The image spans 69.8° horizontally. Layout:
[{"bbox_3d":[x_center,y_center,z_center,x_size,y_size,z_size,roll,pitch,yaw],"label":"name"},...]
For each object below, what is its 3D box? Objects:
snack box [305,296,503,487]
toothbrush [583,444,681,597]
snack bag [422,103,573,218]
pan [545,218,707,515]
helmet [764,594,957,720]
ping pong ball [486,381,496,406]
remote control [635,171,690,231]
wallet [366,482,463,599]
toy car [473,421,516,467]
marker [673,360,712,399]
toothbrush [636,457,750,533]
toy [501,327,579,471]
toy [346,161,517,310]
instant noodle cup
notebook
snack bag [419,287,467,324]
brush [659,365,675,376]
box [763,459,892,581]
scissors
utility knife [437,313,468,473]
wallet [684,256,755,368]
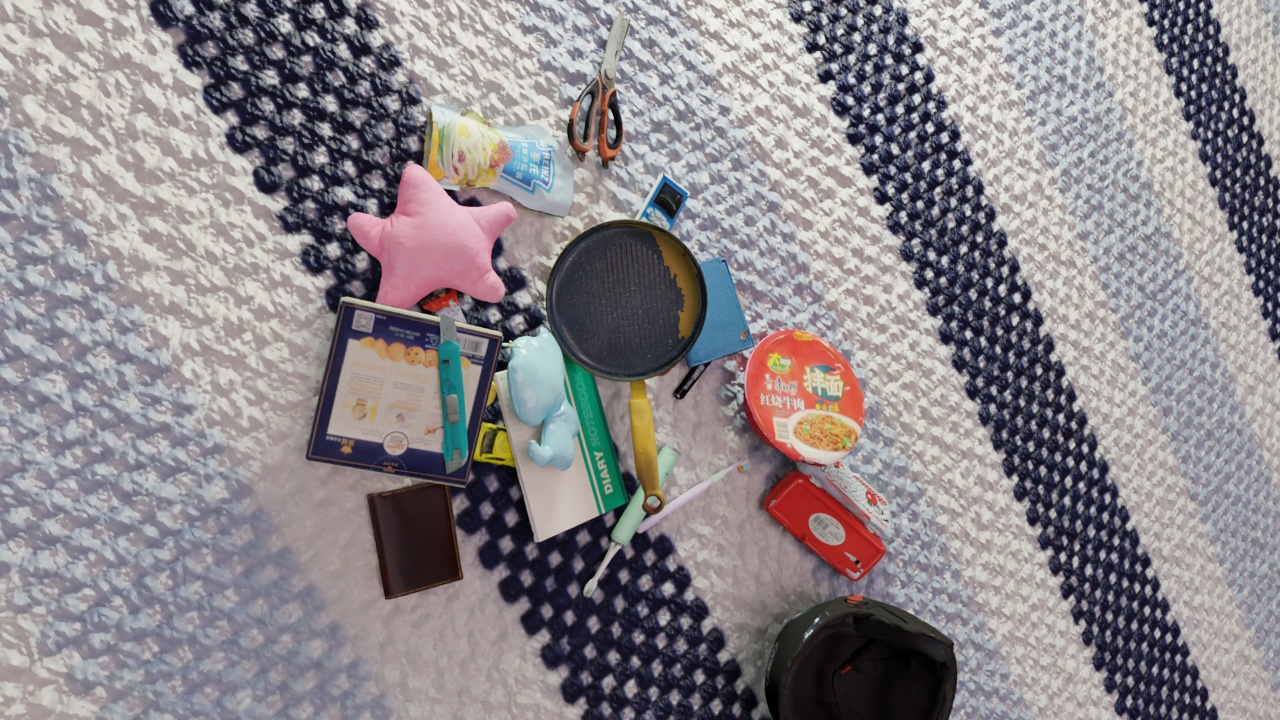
[{"bbox_3d":[-0.262,0.037,1.022,0.177,0.046,0.182,13,95,-20],"label":"snack box"},{"bbox_3d":[-0.012,0.205,1.181,0.224,0.026,0.027,-58,154,-19],"label":"toothbrush"},{"bbox_3d":[-0.168,-0.245,1.125,0.190,0.039,0.110,8,72,-27],"label":"snack bag"},{"bbox_3d":[-0.007,0.007,1.120,0.198,0.078,0.357,-7,95,2],"label":"pan"},{"bbox_3d":[0.277,0.426,1.204,0.274,0.230,0.233,19,85,-17],"label":"helmet"},{"bbox_3d":[-0.192,0.037,1.091,0.040,0.040,0.040,2,86,-27],"label":"ping pong ball"},{"bbox_3d":[0.020,-0.189,1.223,0.049,0.024,0.124,35,71,-21],"label":"remote control"},{"bbox_3d":[-0.258,0.205,1.059,0.096,0.020,0.122,-9,90,-32],"label":"wallet"},{"bbox_3d":[-0.178,0.099,1.100,0.105,0.032,0.048,15,80,-24],"label":"toy car"},{"bbox_3d":[0.084,0.005,1.249,0.018,0.015,0.123,43,69,-13],"label":"marker"},{"bbox_3d":[0.071,0.182,1.230,0.188,0.029,0.021,-27,59,-24],"label":"toothbrush"},{"bbox_3d":[-0.116,0.042,1.080,0.156,0.050,0.161,52,38,-40],"label":"toy"},{"bbox_3d":[-0.233,-0.144,1.058,0.194,0.075,0.178,-15,96,-21],"label":"toy"},{"bbox_3d":[0.212,0.057,1.266,0.193,0.066,0.193,10,65,-23],"label":"instant noodle cup"},{"bbox_3d":[-0.096,0.100,1.134,0.150,0.012,0.209,-18,95,-42],"label":"notebook"},{"bbox_3d":[-0.219,-0.034,1.089,0.048,0.026,0.104,-30,101,-20],"label":"snack bag"},{"bbox_3d":[0.014,-0.051,1.195,0.069,0.063,0.146,-23,99,-56],"label":"brush"},{"bbox_3d":[0.278,0.209,1.310,0.201,0.074,0.154,40,67,-19],"label":"box"},{"bbox_3d":[-0.037,-0.355,1.204,0.206,0.015,0.192,-41,115,-37],"label":"scissors"},{"bbox_3d":[-0.208,0.038,1.009,0.029,0.013,0.179,-6,101,-18],"label":"utility knife"},{"bbox_3d":[0.090,-0.066,1.238,0.106,0.040,0.133,-19,89,-17],"label":"wallet"}]
